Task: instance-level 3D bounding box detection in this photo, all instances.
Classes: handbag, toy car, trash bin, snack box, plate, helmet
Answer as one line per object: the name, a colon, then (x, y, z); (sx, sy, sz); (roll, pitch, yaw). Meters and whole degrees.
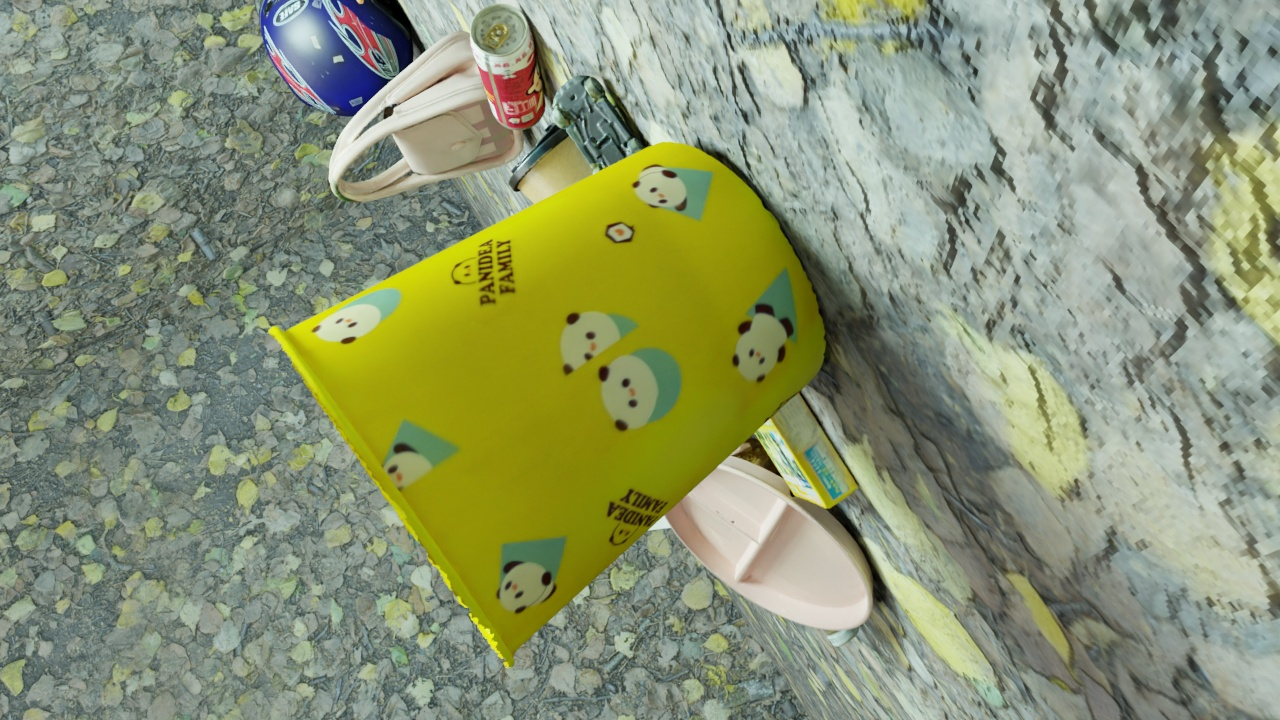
handbag: (-0.255, -0.258, 1.062); (0.093, 0.234, 0.193); (59, 174, 8)
toy car: (-0.027, -0.167, 0.674); (0.090, 0.043, 0.034); (53, -153, -2)
trash bin: (-0.044, 0.011, 0.553); (0.229, 0.254, 0.230); (48, 161, 22)
snack box: (0.107, 0.045, 0.710); (0.140, 0.033, 0.087); (59, 173, -1)
plate: (0.115, 0.167, 0.856); (0.229, 0.028, 0.230); (29, 148, 20)
helmet: (-0.548, -0.582, 1.613); (0.315, 0.248, 0.240); (52, -165, -31)

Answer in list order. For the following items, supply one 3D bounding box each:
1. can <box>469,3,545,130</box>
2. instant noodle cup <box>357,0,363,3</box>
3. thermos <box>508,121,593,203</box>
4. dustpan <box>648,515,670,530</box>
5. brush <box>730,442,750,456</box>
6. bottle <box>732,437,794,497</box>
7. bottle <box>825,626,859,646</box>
can: (-0.118, -0.263, 0.831); (0.053, 0.053, 0.133); (56, 173, 11)
instant noodle cup: (-0.251, -0.418, 0.839); (0.138, 0.108, 0.138); (57, 174, 9)
thermos: (-0.036, -0.130, 0.736); (0.143, 0.093, 0.093); (50, 174, -5)
dustpan: (-0.059, 0.071, 1.058); (0.142, 0.223, 0.257); (6, -107, -44)
brush: (0.068, 0.050, 0.877); (0.146, 0.063, 0.073); (-168, 56, -82)
bottle: (0.135, 0.157, 0.909); (0.175, 0.057, 0.057); (61, 173, -29)
bottle: (0.162, 0.217, 0.997); (0.206, 0.059, 0.060); (53, 173, 6)
